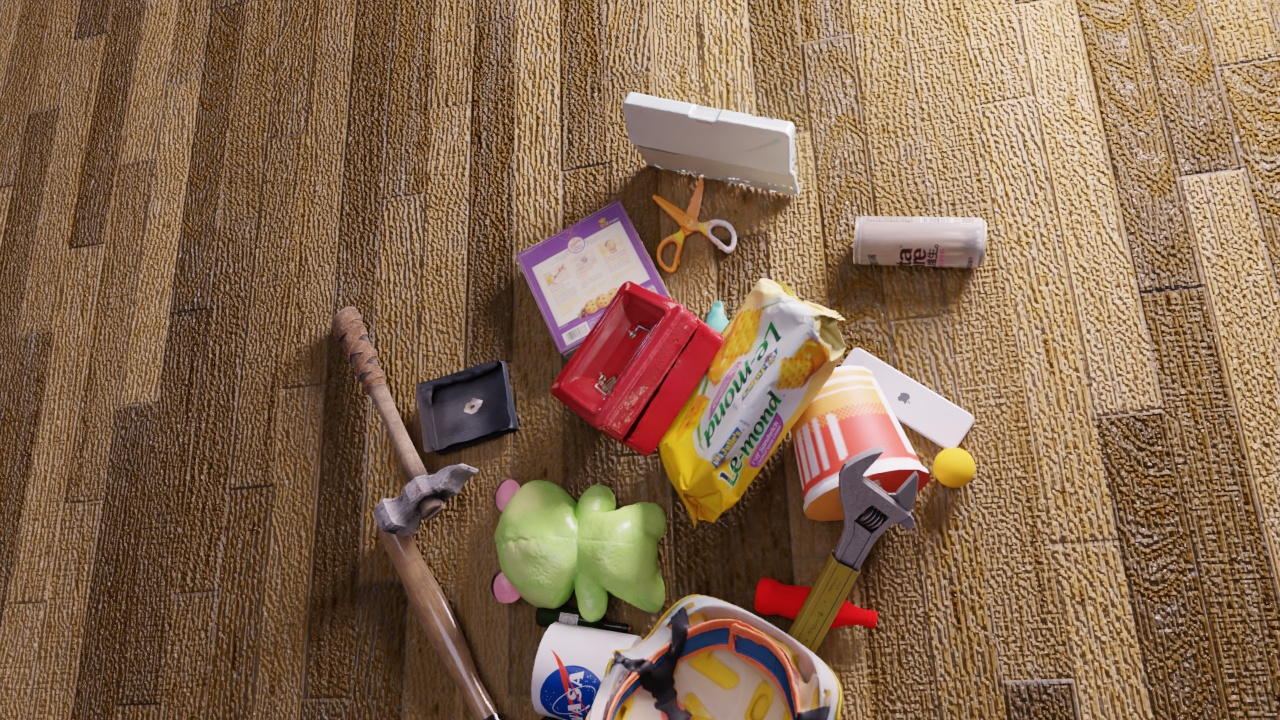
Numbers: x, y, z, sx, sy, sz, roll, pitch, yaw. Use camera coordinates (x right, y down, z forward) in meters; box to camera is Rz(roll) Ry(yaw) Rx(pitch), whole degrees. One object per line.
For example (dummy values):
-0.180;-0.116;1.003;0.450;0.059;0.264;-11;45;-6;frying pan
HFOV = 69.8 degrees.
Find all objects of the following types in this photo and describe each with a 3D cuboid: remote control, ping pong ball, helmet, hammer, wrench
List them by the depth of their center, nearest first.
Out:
0.062;0.351;0.830;0.209;0.140;0.239;25;46;36;helmet
0.182;0.203;0.867;0.083;0.018;0.274;23;111;-1;wrench
0.315;0.108;0.922;0.040;0.040;0.040;-4;72;13;ping pong ball
0.277;0.040;0.971;0.147;0.008;0.045;34;83;22;remote control
-0.214;0.309;1.000;0.132;0.040;0.305;-35;66;1;hammer
-0.300;0.055;1.083;0.121;0.049;0.318;-40;59;9;hammer

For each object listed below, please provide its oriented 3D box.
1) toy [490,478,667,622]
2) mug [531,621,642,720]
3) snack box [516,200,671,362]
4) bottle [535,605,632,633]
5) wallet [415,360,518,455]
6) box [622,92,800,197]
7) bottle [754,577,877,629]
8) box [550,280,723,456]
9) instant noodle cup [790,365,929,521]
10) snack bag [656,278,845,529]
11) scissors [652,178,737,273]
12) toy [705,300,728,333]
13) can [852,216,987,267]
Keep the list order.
-0.071;0.197;0.966;0.197;0.107;0.150;1;73;5;toy
-0.051;0.331;0.929;0.090;0.090;0.121;5;109;16;mug
-0.054;-0.093;1.083;0.143;0.040;0.148;-28;68;5;snack box
-0.060;0.277;0.975;0.106;0.025;0.025;5;74;16;bottle
-0.203;0.057;1.082;0.115;0.026;0.089;-16;69;11;wallet
0.081;-0.238;1.042;0.197;0.135;0.040;17;67;19;box
0.175;0.247;0.917;0.119;0.036;0.036;9;75;17;bottle
-0.002;0.008;0.978;0.157;0.092;0.129;-54;31;-1;box
0.208;0.081;0.922;0.123;0.123;0.121;-18;61;8;instant noodle cup
0.104;0.037;0.927;0.068;0.159;0.247;31;101;-21;snack bag
0.064;-0.159;1.089;0.128;0.011;0.125;12;78;16;scissors
0.121;-0.026;1.022;0.105;0.033;0.085;4;65;19;toy
0.301;-0.129;0.994;0.136;0.054;0.054;3;74;15;can
